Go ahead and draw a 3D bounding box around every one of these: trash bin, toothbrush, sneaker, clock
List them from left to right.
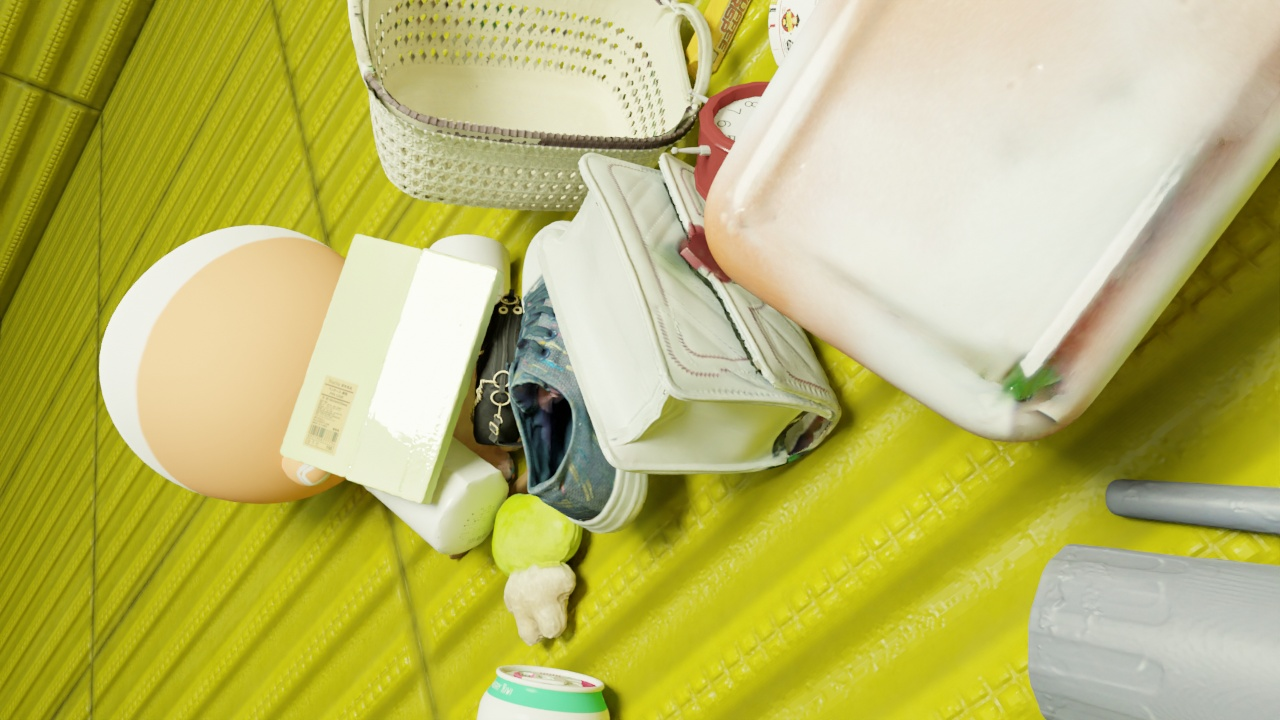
[{"bbox_3d":[-0.112,0.117,0.760,0.167,0.016,0.016,-43,49,28],"label":"toothbrush"},{"bbox_3d":[-0.059,0.002,0.619,0.088,0.079,0.235,-33,55,34],"label":"sneaker"},{"bbox_3d":[0.092,-0.128,0.564,0.048,0.138,0.096,91,-171,-46],"label":"clock"},{"bbox_3d":[0.163,-0.106,0.396,0.181,0.157,0.260,35,104,14],"label":"trash bin"}]

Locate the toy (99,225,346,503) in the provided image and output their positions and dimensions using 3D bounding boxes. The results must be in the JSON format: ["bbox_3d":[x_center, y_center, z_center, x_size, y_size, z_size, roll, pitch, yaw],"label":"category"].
[{"bbox_3d":[-0.350,0.013,0.878,0.281,0.266,0.262,20,58,30],"label":"toy"}]

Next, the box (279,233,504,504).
[{"bbox_3d":[-0.193,0.002,0.700,0.138,0.030,0.187,17,84,15],"label":"box"}]

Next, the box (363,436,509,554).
[{"bbox_3d":[-0.182,0.077,0.742,0.165,0.084,0.095,31,118,23],"label":"box"}]

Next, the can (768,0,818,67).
[{"bbox_3d":[0.148,-0.205,0.547,0.116,0.086,0.086,18,90,48],"label":"can"}]

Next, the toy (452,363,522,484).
[{"bbox_3d":[-0.138,0.061,0.784,0.105,0.053,0.108,31,106,35],"label":"toy"}]

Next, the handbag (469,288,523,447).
[{"bbox_3d":[-0.106,0.004,0.728,0.079,0.054,0.128,108,166,-52],"label":"handbag"}]

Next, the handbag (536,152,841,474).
[{"bbox_3d":[0.031,-0.033,0.570,0.096,0.141,0.198,-57,43,40],"label":"handbag"}]

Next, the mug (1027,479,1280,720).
[{"bbox_3d":[0.230,0.102,0.369,0.104,0.084,0.123,-2,51,48],"label":"mug"}]

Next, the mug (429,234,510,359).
[{"bbox_3d":[-0.171,-0.051,0.826,0.111,0.074,0.090,-12,66,18],"label":"mug"}]

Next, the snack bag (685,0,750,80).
[{"bbox_3d":[0.063,-0.263,0.702,0.020,0.026,0.099,34,100,41],"label":"snack bag"}]

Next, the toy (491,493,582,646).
[{"bbox_3d":[-0.076,0.152,0.691,0.092,0.043,0.117,-26,62,36],"label":"toy"}]

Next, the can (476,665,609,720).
[{"bbox_3d":[-0.073,0.293,0.602,0.088,0.088,0.165,-3,74,46],"label":"can"}]

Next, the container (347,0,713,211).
[{"bbox_3d":[-0.087,-0.204,0.682,0.144,0.251,0.184,121,144,-58],"label":"container"}]
